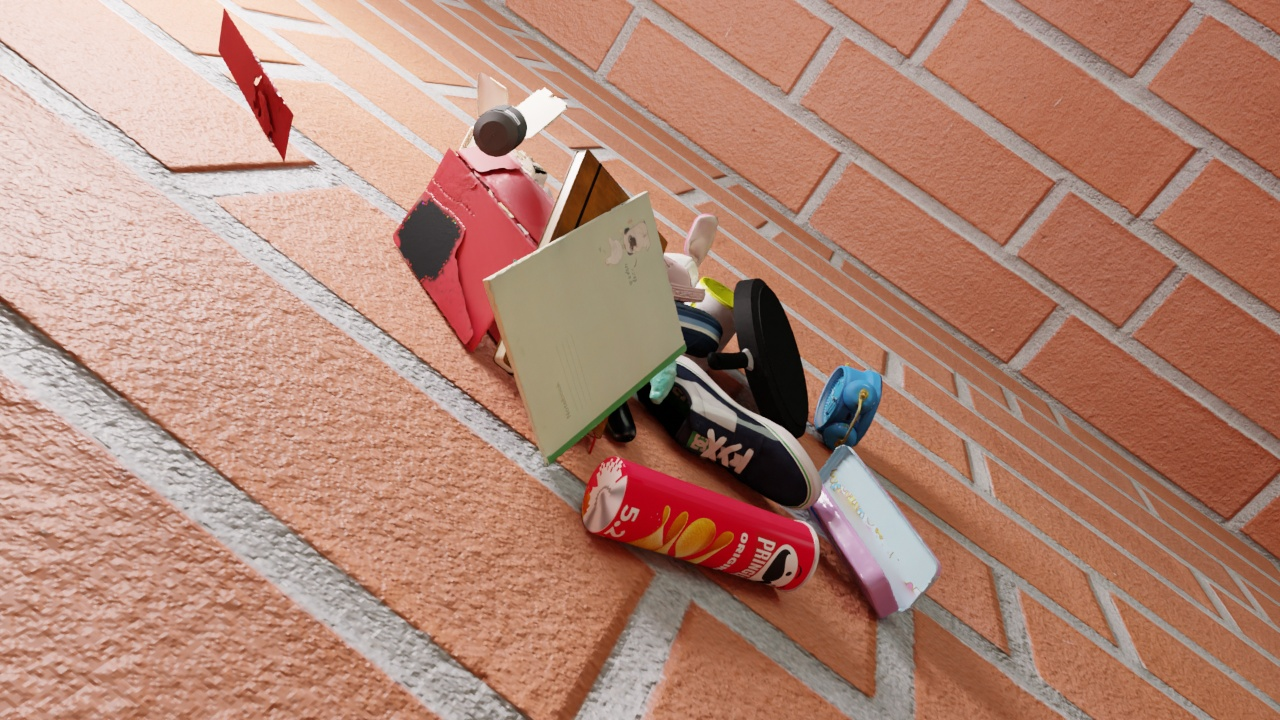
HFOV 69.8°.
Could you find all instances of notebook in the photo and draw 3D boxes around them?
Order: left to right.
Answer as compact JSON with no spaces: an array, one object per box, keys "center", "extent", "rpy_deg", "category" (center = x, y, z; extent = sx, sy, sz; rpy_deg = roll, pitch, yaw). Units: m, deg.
[{"center":[-0.056,-0.060,0.885],"extent":[0.014,0.248,0.178],"rpy_deg":[2,-27,36],"category":"notebook"},{"center":[-0.040,-0.039,0.883],"extent":[0.010,0.182,0.251],"rpy_deg":[1,25,36],"category":"notebook"}]

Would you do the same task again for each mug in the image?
[{"center":[0.089,-0.049,1.267],"extent":[0.082,0.106,0.082],"rpy_deg":[30,21,-13],"category":"mug"}]

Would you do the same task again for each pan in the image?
[{"center":[0.153,-0.002,1.165],"extent":[0.355,0.034,0.225],"rpy_deg":[0,75,-68],"category":"pan"}]

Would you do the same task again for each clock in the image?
[{"center":[0.301,0.068,1.324],"extent":[0.060,0.117,0.161],"rpy_deg":[23,17,-2],"category":"clock"}]

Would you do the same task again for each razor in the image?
[{"center":[-0.051,0.027,0.972],"extent":[0.151,0.067,0.054],"rpy_deg":[62,-1,28],"category":"razor"}]

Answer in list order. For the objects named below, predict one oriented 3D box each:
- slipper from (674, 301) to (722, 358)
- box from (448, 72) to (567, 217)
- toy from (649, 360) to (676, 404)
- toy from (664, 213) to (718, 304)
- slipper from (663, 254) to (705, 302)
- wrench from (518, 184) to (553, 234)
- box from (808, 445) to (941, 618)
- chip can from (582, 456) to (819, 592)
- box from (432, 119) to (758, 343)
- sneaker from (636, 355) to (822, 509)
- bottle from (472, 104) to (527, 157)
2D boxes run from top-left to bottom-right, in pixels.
[{"center":[0.003,-0.034,1.127],"extent":[0.105,0.095,0.252],"rpy_deg":[6,-6,36],"category":"slipper"},{"center":[-0.191,-0.295,1.255],"extent":[0.143,0.192,0.068],"rpy_deg":[37,20,26],"category":"box"},{"center":[-0.006,0.006,1.013],"extent":[0.105,0.084,0.033],"rpy_deg":[10,-36,27],"category":"toy"},{"center":[0.032,-0.108,1.282],"extent":[0.084,0.159,0.193],"rpy_deg":[42,61,11],"category":"toy"},{"center":[-0.015,-0.115,1.137],"extent":[0.239,0.064,0.094],"rpy_deg":[8,0,-33],"category":"slipper"},{"center":[-0.115,-0.190,1.328],"extent":[0.018,0.086,0.273],"rpy_deg":[13,2,15],"category":"wrench"},{"center":[0.236,0.184,1.014],"extent":[0.096,0.077,0.214],"rpy_deg":[-7,36,-16],"category":"box"},{"center":[0.057,0.150,0.822],"extent":[0.220,0.069,0.069],"rpy_deg":[23,23,-29],"category":"chip can"},{"center":[-0.059,-0.150,1.045],"extent":[0.324,0.153,0.213],"rpy_deg":[-19,48,-28],"category":"box"},{"center":[0.091,0.089,1.012],"extent":[0.235,0.084,0.078],"rpy_deg":[40,37,19],"category":"sneaker"},{"center":[-0.143,-0.240,0.953],"extent":[0.047,0.047,0.112],"rpy_deg":[31,18,-9],"category":"bottle"}]
